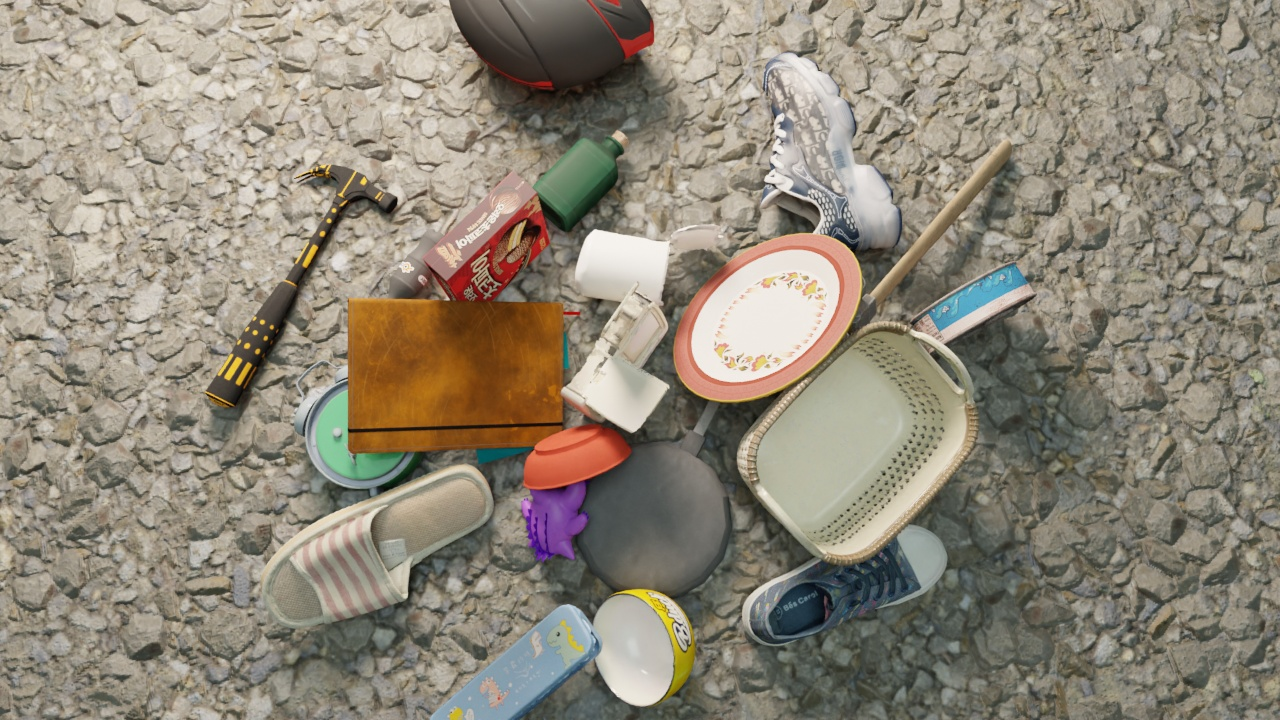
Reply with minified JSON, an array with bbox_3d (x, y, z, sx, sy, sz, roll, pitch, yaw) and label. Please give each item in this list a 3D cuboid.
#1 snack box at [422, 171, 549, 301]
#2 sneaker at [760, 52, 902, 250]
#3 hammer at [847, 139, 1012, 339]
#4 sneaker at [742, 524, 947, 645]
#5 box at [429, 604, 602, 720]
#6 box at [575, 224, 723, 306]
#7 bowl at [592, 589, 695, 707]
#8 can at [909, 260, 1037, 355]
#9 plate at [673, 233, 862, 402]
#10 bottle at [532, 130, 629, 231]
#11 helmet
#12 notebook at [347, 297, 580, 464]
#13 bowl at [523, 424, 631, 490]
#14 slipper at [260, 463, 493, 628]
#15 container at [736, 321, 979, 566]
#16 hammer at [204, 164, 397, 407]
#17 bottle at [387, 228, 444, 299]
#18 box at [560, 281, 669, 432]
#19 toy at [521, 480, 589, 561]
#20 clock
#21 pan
[{"bbox_3d":[-0.167,-0.123,1.024,0.036,0.152,0.132,42,80,9],"label":"snack box"},{"bbox_3d":[0.192,-0.231,1.083,0.132,0.103,0.269,-26,82,1],"label":"sneaker"},{"bbox_3d":[0.337,-0.149,1.070,0.031,0.119,0.330,28,66,35],"label":"hammer"},{"bbox_3d":[0.221,0.238,0.981,0.235,0.079,0.087,-21,78,-5],"label":"sneaker"},{"bbox_3d":[-0.135,0.338,0.954,0.210,0.049,0.066,-40,75,3],"label":"box"},{"bbox_3d":[0.012,-0.117,1.061,0.162,0.085,0.112,11,70,1],"label":"box"},{"bbox_3d":[0.012,0.296,0.963,0.117,0.067,0.117,1,92,42],"label":"bowl"},{"bbox_3d":[0.369,-0.057,1.021,0.130,0.130,0.044,-27,79,-6],"label":"can"},{"bbox_3d":[0.138,-0.045,1.006,0.230,0.021,0.229,-25,41,24],"label":"plate"},{"bbox_3d":[-0.065,-0.222,1.093,0.061,0.061,0.131,42,80,6],"label":"bottle"},{"bbox_3d":[-0.128,-0.418,1.085,0.264,0.164,0.170,44,92,-1],"label":"helmet"},{"bbox_3d":[-0.189,0.024,1.002,0.249,0.014,0.178,0,92,-23],"label":"notebook"},{"bbox_3d":[-0.072,0.098,0.986,0.122,0.122,0.035,-18,100,-4],"label":"bowl"},{"bbox_3d":[-0.277,0.204,0.984,0.262,0.052,0.115,-29,113,-10],"label":"slipper"},{"bbox_3d":[0.220,0.085,0.972,0.246,0.143,0.184,-43,95,-10],"label":"container"},{"bbox_3d":[-0.415,-0.091,1.079,0.123,0.036,0.320,25,76,6],"label":"hammer"},{"bbox_3d":[-0.266,-0.104,1.078,0.036,0.036,0.109,33,79,7],"label":"bottle"},{"bbox_3d":[-0.012,0.004,0.982,0.095,0.185,0.145,34,86,-1],"label":"box"},{"bbox_3d":[-0.098,0.171,0.999,0.106,0.055,0.088,4,98,41],"label":"toy"},{"bbox_3d":[-0.316,0.068,1.018,0.121,0.075,0.161,-43,84,-9],"label":"clock"},{"bbox_3d":[0.056,0.098,1.031,0.178,0.041,0.356,28,79,6],"label":"pan"}]
